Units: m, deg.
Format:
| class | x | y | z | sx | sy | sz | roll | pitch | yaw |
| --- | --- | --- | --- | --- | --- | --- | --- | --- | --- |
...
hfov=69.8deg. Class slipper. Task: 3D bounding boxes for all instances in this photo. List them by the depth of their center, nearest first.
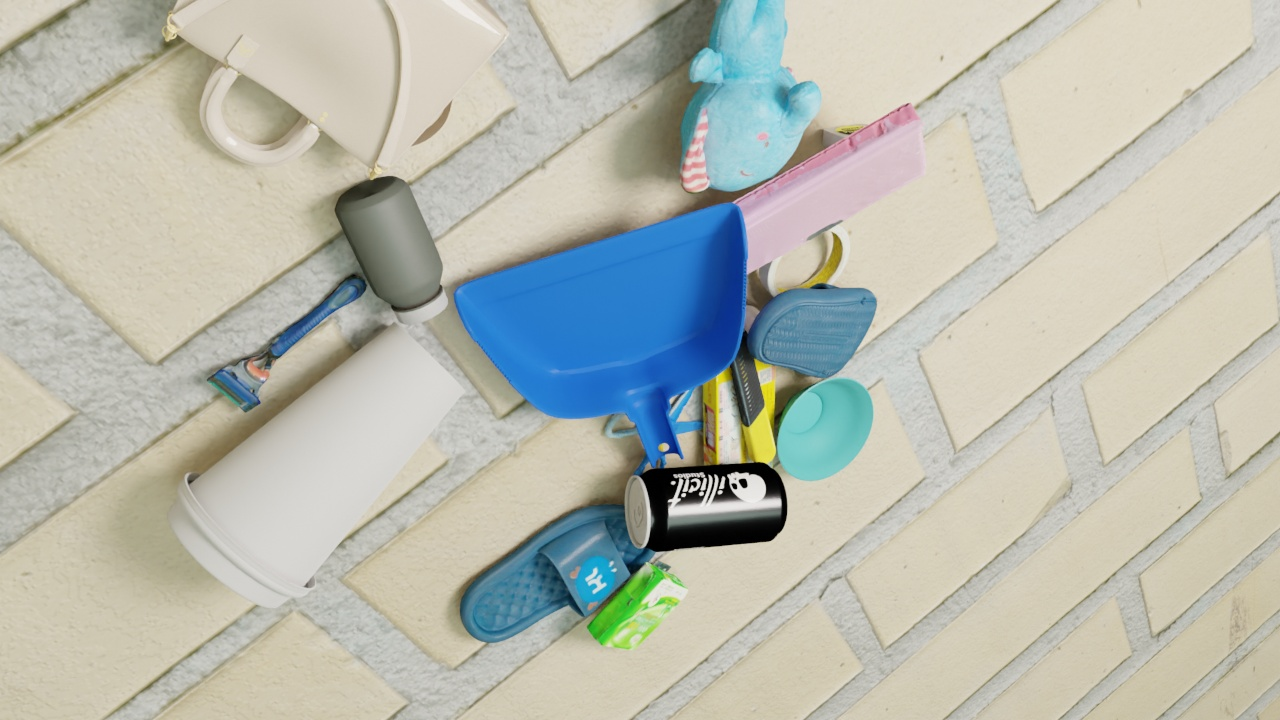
| class | x | y | z | sx | sy | sz | roll | pitch | yaw |
| --- | --- | --- | --- | --- | --- | --- | --- | --- | --- |
| slipper | 0.170 | -0.037 | 0.903 | 0.213 | 0.059 | 0.104 | 5 | 123 | -52 |
| slipper | -0.078 | 0.214 | 0.914 | 0.213 | 0.059 | 0.104 | -25 | 119 | -13 |

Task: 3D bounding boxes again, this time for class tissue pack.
| class | x | y | z | sx | sy | sz | roll | pitch | yaw |
| --- | --- | --- | --- | --- | --- | --- | --- | --- | --- |
| tissue pack | 0.000 | 0.259 | 0.966 | 0.099 | 0.034 | 0.114 | -47 | 152 | -1 |

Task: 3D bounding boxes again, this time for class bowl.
| class | x | y | z | sx | sy | sz | roll | pitch | yaw |
| --- | --- | --- | --- | --- | --- | --- | --- | --- | --- |
| bowl | 0.187 | 0.065 | 0.985 | 0.121 | 0.046 | 0.121 | -11 | 117 | -22 |

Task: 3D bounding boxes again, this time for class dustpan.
| class | x | y | z | sx | sy | sz | roll | pitch | yaw |
| --- | --- | --- | --- | --- | --- | --- | --- | --- | --- |
| dustpan | -0.005 | 0.005 | 0.831 | 0.245 | 0.059 | 0.258 | -17 | 138 | 3 |

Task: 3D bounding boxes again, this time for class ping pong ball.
| class | x | y | z | sx | sy | sz | roll | pitch | yaw |
| --- | --- | --- | --- | --- | --- | --- | --- | --- | --- |
| ping pong ball | 0.102 | -0.034 | 0.900 | 0.040 | 0.040 | 0.040 | -11 | 117 | -22 |

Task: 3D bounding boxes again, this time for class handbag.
| class | x | y | z | sx | sy | sz | roll | pitch | yaw |
| --- | --- | --- | --- | --- | --- | --- | --- | --- | --- |
| handbag | -0.222 | -0.214 | 0.632 | 0.194 | 0.101 | 0.198 | 34 | 107 | -34 |

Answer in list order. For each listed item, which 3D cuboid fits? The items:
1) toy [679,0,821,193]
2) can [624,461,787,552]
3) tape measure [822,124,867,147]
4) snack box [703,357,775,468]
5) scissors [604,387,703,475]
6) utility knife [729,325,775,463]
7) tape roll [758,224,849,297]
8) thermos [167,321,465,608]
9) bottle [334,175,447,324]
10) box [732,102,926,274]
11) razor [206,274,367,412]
| class | x | y | z | sx | sy | sz | roll | pitch | yaw |
| --- | --- | --- | --- | --- | --- | --- | --- | --- | --- |
| toy | 0.098 | -0.223 | 0.756 | 0.182 | 0.115 | 0.181 | -35 | 146 | -39 |
| can | 0.064 | 0.143 | 0.903 | 0.146 | 0.080 | 0.080 | -1 | 113 | -18 |
| tape measure | 0.209 | -0.207 | 0.860 | 0.064 | 0.065 | 0.017 | -11 | 117 | -20 |
| snack box | 0.102 | 0.065 | 0.951 | 0.075 | 0.025 | 0.152 | -17 | 119 | -27 |
| scissors | 0.016 | 0.069 | 0.924 | 0.125 | 0.016 | 0.125 | 33 | 92 | -37 |
| utility knife | 0.105 | 0.024 | 0.903 | 0.028 | 0.020 | 0.198 | -30 | 126 | -21 |
| tape roll | 0.161 | -0.098 | 0.899 | 0.094 | 0.019 | 0.094 | -17 | 135 | -18 |
| thermos | -0.248 | 0.076 | 0.732 | 0.221 | 0.131 | 0.131 | -46 | 125 | -10 |
| bottle | -0.191 | -0.085 | 0.717 | 0.060 | 0.060 | 0.108 | -27 | 122 | -14 |
| box | 0.141 | -0.141 | 0.815 | 0.233 | 0.041 | 0.098 | -30 | 154 | 10 |
| razor | -0.275 | -0.019 | 0.731 | 0.141 | 0.018 | 0.044 | -42 | 127 | -8 |
